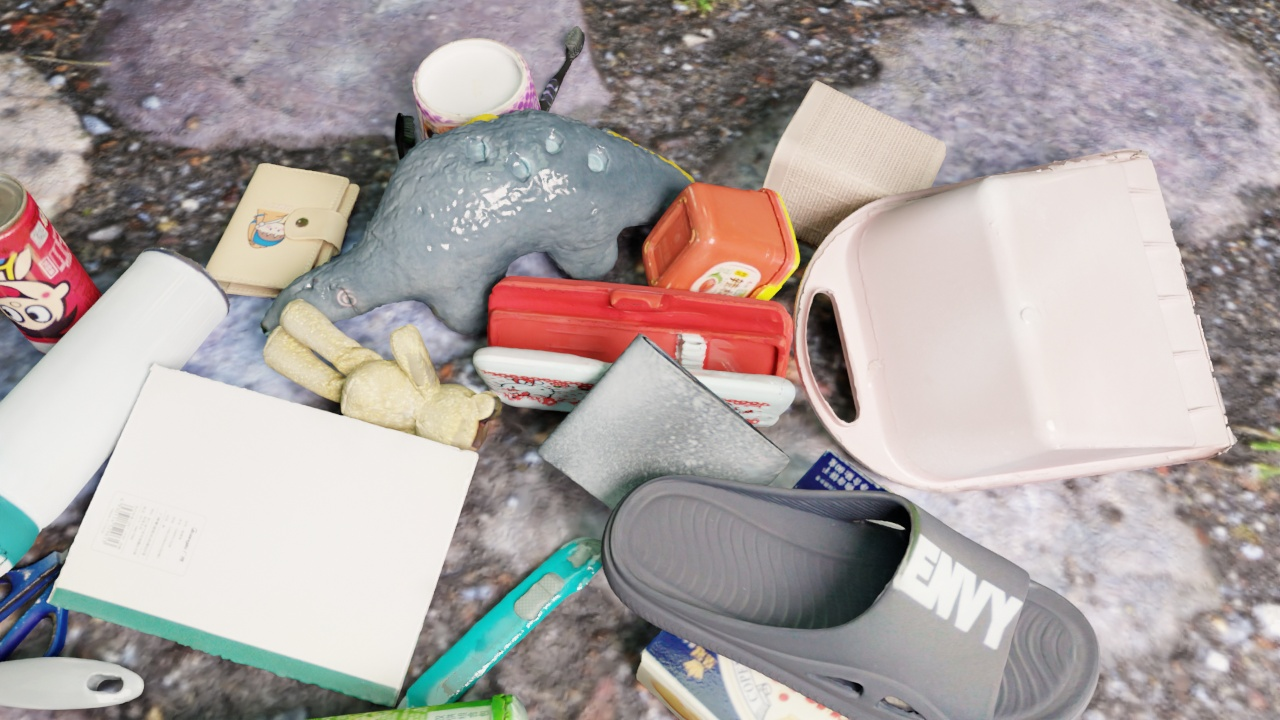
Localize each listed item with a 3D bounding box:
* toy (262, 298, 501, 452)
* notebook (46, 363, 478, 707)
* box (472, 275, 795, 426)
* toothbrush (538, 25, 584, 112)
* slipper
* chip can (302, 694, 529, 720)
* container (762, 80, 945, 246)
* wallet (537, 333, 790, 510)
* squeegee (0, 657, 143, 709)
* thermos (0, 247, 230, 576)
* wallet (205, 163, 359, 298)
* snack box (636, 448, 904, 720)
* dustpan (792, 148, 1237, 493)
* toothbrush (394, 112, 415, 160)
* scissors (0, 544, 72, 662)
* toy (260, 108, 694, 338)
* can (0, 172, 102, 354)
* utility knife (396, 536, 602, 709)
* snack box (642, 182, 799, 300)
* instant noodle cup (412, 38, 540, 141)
[{"bbox_3d":[-0.167,0.016,0.585,0.157,0.105,0.066,29,16,1],"label":"toy"},{"bbox_3d":[-0.217,0.097,0.535,0.209,0.012,0.150,16,74,3],"label":"notebook"},{"bbox_3d":[-0.004,0.007,0.588,0.201,0.095,0.091,6,25,1],"label":"box"},{"bbox_3d":[-0.080,-0.222,0.778,0.014,0.017,0.188,12,59,11],"label":"toothbrush"},{"bbox_3d":[0.106,0.120,0.475,0.268,0.083,0.110,17,58,10],"label":"slipper"},{"bbox_3d":[-0.163,0.215,0.458,0.221,0.073,0.072,-5,58,-6],"label":"chip can"},{"bbox_3d":[0.158,-0.136,0.695,0.111,0.090,0.090,26,59,9],"label":"container"},{"bbox_3d":[0.014,0.056,0.548,0.121,0.019,0.097,39,104,-7],"label":"wallet"},{"bbox_3d":[-0.391,0.171,0.480,0.246,0.039,0.246,-1,60,-1],"label":"squeegee"},{"bbox_3d":[-0.345,0.029,0.557,0.073,0.073,0.223,17,52,7],"label":"thermos"},{"bbox_3d":[-0.263,-0.097,0.682,0.087,0.024,0.115,9,56,1],"label":"wallet"},{"bbox_3d":[0.124,0.169,0.520,0.178,0.046,0.182,38,62,20],"label":"snack box"},{"bbox_3d":[0.247,-0.025,0.626,0.272,0.139,0.222,-2,78,-35],"label":"dustpan"},{"bbox_3d":[-0.175,-0.124,0.711,0.016,0.014,0.189,5,54,-31],"label":"toothbrush"},{"bbox_3d":[-0.327,0.122,0.542,0.173,0.012,0.128,-25,63,-16],"label":"scissors"},{"bbox_3d":[-0.093,-0.099,0.635,0.356,0.138,0.091,-18,39,-14],"label":"toy"},{"bbox_3d":[-0.384,-0.053,0.581,0.053,0.133,0.053,2,57,-3],"label":"can"},{"bbox_3d":[-0.078,0.155,0.536,0.029,0.013,0.161,39,63,22],"label":"utility knife"},{"bbox_3d":[0.052,-0.075,0.634,0.080,0.091,0.082,10,51,-28],"label":"snack box"},{"bbox_3d":[-0.119,-0.178,0.693,0.111,0.099,0.111,0,60,-1],"label":"instant noodle cup"}]
